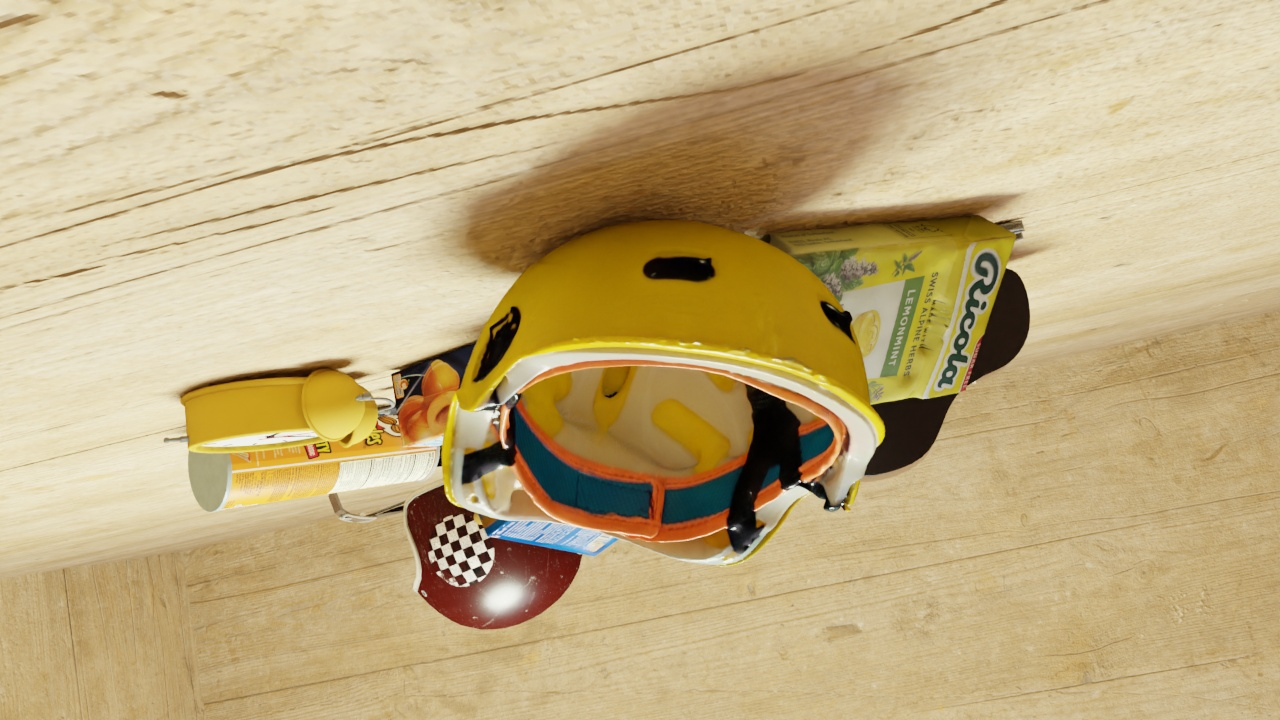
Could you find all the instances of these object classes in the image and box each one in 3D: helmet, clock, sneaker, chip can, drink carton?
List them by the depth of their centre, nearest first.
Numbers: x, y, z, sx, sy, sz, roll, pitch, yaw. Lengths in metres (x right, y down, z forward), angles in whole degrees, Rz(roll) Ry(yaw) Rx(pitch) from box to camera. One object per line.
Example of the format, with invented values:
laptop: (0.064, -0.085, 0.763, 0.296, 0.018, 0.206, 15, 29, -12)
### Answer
helmet: (0.014, 0.001, 0.480, 0.209, 0.139, 0.241, 17, 146, -18)
clock: (-0.260, 0.041, 0.678, 0.152, 0.052, 0.114, -7, 171, -8)
drink carton: (-0.126, 0.024, 0.699, 0.130, 0.064, 0.040, -17, 169, 28)
sneaker: (0.200, -0.002, 0.754, 0.292, 0.112, 0.117, -35, -160, -36)
chip can: (-0.298, 0.089, 0.859, 0.075, 0.075, 0.214, -19, 169, 39)
helmet: (-0.200, 0.216, 1.171, 0.234, 0.253, 0.233, -27, 173, 24)

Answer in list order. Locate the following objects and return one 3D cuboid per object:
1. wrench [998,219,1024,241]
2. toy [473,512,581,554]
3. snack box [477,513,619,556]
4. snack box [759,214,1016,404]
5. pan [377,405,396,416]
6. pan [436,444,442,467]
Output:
wrench: (0.174, -0.062, 0.743, 0.274, 0.010, 0.070, -18, 170, 37)
toy: (-0.096, 0.100, 1.028, 0.163, 0.198, 0.203, -31, -173, 12)
snack box: (-0.007, 0.056, 0.674, 0.203, 0.069, 0.155, -37, 150, 13)
snack box: (0.148, -0.026, 0.587, 0.180, 0.121, 0.045, -7, -148, -25)
pan: (-0.063, 0.015, 0.779, 0.357, 0.021, 0.199, -9, 158, 7)
pan: (-0.130, 0.094, 1.243, 0.355, 0.044, 0.204, -10, 172, -14)
